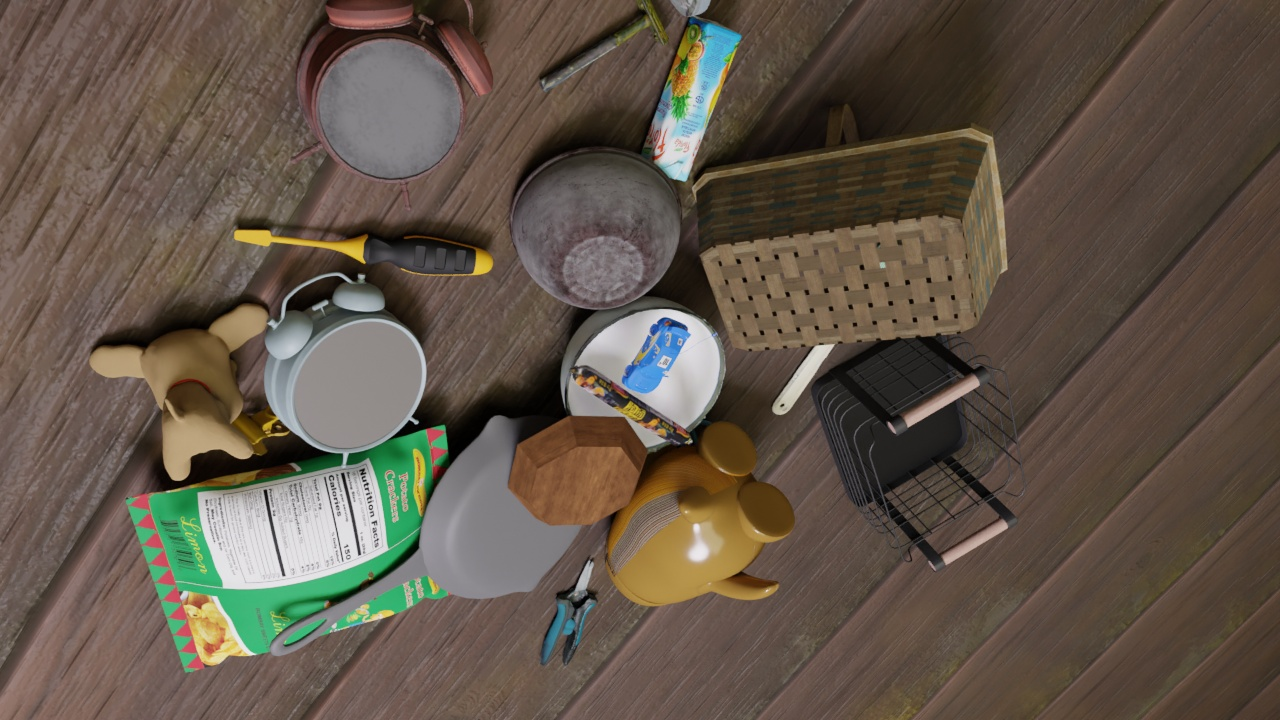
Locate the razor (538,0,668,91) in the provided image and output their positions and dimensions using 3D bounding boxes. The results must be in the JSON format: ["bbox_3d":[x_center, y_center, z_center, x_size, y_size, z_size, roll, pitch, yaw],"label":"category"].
[{"bbox_3d":[-0.032,-0.241,0.712,0.106,0.026,0.042,-31,129,3],"label":"razor"}]

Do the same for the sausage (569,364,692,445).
[{"bbox_3d":[-0.007,0.041,0.805,0.155,0.020,0.020,35,102,-35],"label":"sausage"}]

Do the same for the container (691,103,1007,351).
[{"bbox_3d":[0.179,-0.119,0.792,0.250,0.185,0.158,-5,131,24],"label":"container"}]

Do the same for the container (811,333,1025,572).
[{"bbox_3d":[0.307,0.092,0.991,0.163,0.130,0.241,-30,127,-4],"label":"container"}]

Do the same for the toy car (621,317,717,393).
[{"bbox_3d":[0.026,0.001,0.767,0.033,0.062,0.092,21,110,-32],"label":"toy car"}]

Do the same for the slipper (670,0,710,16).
[{"bbox_3d":[-0.005,-0.365,0.606,0.054,0.098,0.269,-18,116,-14],"label":"slipper"}]

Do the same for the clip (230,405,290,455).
[{"bbox_3d":[-0.316,0.059,0.767,0.047,0.053,0.039,-22,133,-46],"label":"clip"}]

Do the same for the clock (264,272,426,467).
[{"bbox_3d":[-0.237,0.003,0.734,0.122,0.045,0.159,-33,132,-29],"label":"clock"}]

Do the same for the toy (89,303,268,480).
[{"bbox_3d":[-0.340,0.027,0.699,0.134,0.108,0.106,-19,142,-12],"label":"toy"}]

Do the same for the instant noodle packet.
[{"bbox_3d":[-0.287,0.167,0.809,0.252,0.090,0.196,-12,122,-21],"label":"instant noodle packet"}]

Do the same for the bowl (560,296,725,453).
[{"bbox_3d":[-0.005,0.005,0.842,0.153,0.073,0.154,-10,123,-16],"label":"bowl"}]

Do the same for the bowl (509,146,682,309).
[{"bbox_3d":[-0.033,-0.094,0.748,0.145,0.067,0.145,-4,134,-5],"label":"bowl"}]

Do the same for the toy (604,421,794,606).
[{"bbox_3d":[0.045,0.172,0.924,0.162,0.198,0.204,-10,151,-42],"label":"toy"}]

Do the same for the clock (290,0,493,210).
[{"bbox_3d":[-0.174,-0.197,0.646,0.120,0.072,0.158,20,111,-32],"label":"clock"}]

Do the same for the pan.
[{"bbox_3d":[-0.162,0.170,0.835,0.353,0.024,0.217,-27,128,-29],"label":"pan"}]

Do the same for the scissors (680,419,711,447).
[{"bbox_3d":[0.065,0.112,0.978,0.063,0.015,0.139,-26,132,-1],"label":"scissors"}]

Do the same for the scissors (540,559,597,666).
[{"bbox_3d":[-0.082,0.284,1.014,0.137,0.019,0.129,-33,126,-4],"label":"scissors"}]

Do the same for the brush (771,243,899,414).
[{"bbox_3d":[0.200,-0.031,0.946,0.033,0.012,0.218,21,111,-31],"label":"brush"}]

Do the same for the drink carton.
[{"bbox_3d":[0.039,-0.210,0.746,0.038,0.044,0.129,10,115,-27],"label":"drink carton"}]

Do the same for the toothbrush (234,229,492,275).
[{"bbox_3d":[-0.213,-0.088,0.724,0.196,0.031,0.031,4,103,-22],"label":"toothbrush"}]

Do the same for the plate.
[{"bbox_3d":[-0.054,0.105,0.824,0.131,0.025,0.131,-10,129,-12],"label":"plate"}]
